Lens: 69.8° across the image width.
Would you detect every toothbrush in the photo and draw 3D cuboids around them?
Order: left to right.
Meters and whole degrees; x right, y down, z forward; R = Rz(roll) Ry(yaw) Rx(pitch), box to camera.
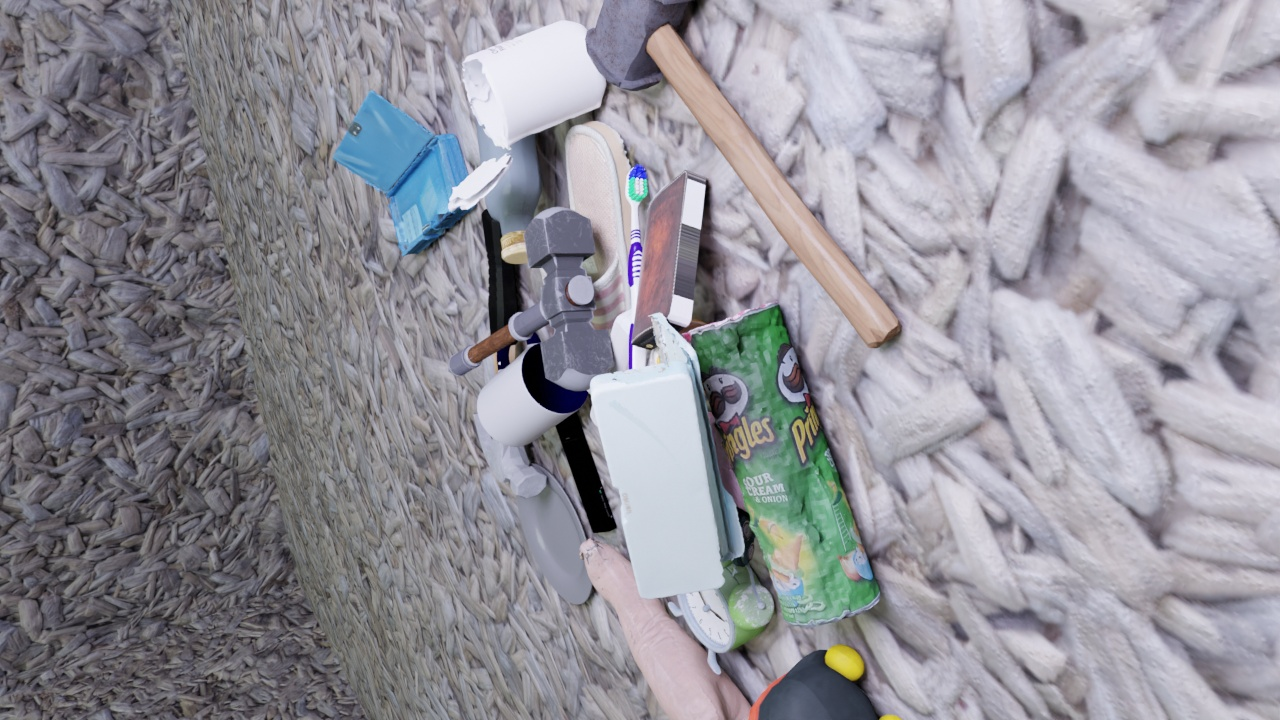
[{"bbox_3d":[-0.003,-0.069,0.730,0.016,0.015,0.186,152,120,-61],"label":"toothbrush"}]

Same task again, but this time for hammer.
[{"bbox_3d":[-0.154,-0.009,1.037,0.131,0.039,0.329,37,133,49],"label":"hammer"},{"bbox_3d":[-0.128,-0.023,0.872,0.323,0.043,0.156,-23,75,57],"label":"hammer"},{"bbox_3d":[0.066,-0.143,0.615,0.328,0.052,0.098,58,147,17],"label":"hammer"}]

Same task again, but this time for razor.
[{"bbox_3d":[0.051,0.123,0.780,0.143,0.052,0.047,32,142,53],"label":"razor"}]

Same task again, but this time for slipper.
[{"bbox_3d":[-0.047,-0.079,0.824,0.115,0.052,0.263,31,131,46],"label":"slipper"}]

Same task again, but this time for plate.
[{"bbox_3d":[-0.102,0.207,1.108,0.178,0.012,0.179,35,134,46],"label":"plate"}]

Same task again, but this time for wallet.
[{"bbox_3d":[0.019,-0.075,0.686,0.072,0.019,0.122,144,137,-59],"label":"wallet"}]

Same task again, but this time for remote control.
[{"bbox_3d":[-0.062,0.113,0.990,0.034,0.013,0.150,-22,87,56],"label":"remote control"},{"bbox_3d":[-0.005,0.005,0.791,0.025,0.060,0.139,49,143,28],"label":"remote control"}]

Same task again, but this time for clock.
[{"bbox_3d":[0.071,0.204,0.794,0.094,0.042,0.120,51,144,30],"label":"clock"}]

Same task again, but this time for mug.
[{"bbox_3d":[-0.117,0.021,0.950,0.097,0.078,0.112,-35,69,46],"label":"mug"}]

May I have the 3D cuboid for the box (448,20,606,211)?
[{"bbox_3d":[-0.102,-0.199,0.751,0.084,0.159,0.119,32,143,55],"label":"box"}]

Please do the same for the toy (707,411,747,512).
[{"bbox_3d":[0.064,0.076,0.723,0.102,0.050,0.093,17,139,58],"label":"toy"}]

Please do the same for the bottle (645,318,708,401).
[{"bbox_3d":[0.028,0.013,0.742,0.063,0.063,0.109,63,150,15],"label":"bottle"}]

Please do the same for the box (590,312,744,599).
[{"bbox_3d":[0.023,0.066,0.654,0.096,0.086,0.199,-93,-7,-54],"label":"box"}]

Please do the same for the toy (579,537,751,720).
[{"bbox_3d":[0.028,0.285,0.889,0.196,0.065,0.264,58,170,-33],"label":"toy"}]

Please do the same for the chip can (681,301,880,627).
[{"bbox_3d":[0.099,0.074,0.647,0.076,0.075,0.223,-23,86,60],"label":"chip can"}]

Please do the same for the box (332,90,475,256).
[{"bbox_3d":[-0.284,-0.227,1.121,0.173,0.066,0.232,55,152,-12],"label":"box"}]

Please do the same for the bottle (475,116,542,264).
[{"bbox_3d":[-0.121,-0.171,0.860,0.072,0.046,0.161,-33,62,59],"label":"bottle"}]

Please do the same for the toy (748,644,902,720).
[{"bbox_3d":[0.126,0.284,0.692,0.097,0.099,0.119,57,145,20],"label":"toy"}]
